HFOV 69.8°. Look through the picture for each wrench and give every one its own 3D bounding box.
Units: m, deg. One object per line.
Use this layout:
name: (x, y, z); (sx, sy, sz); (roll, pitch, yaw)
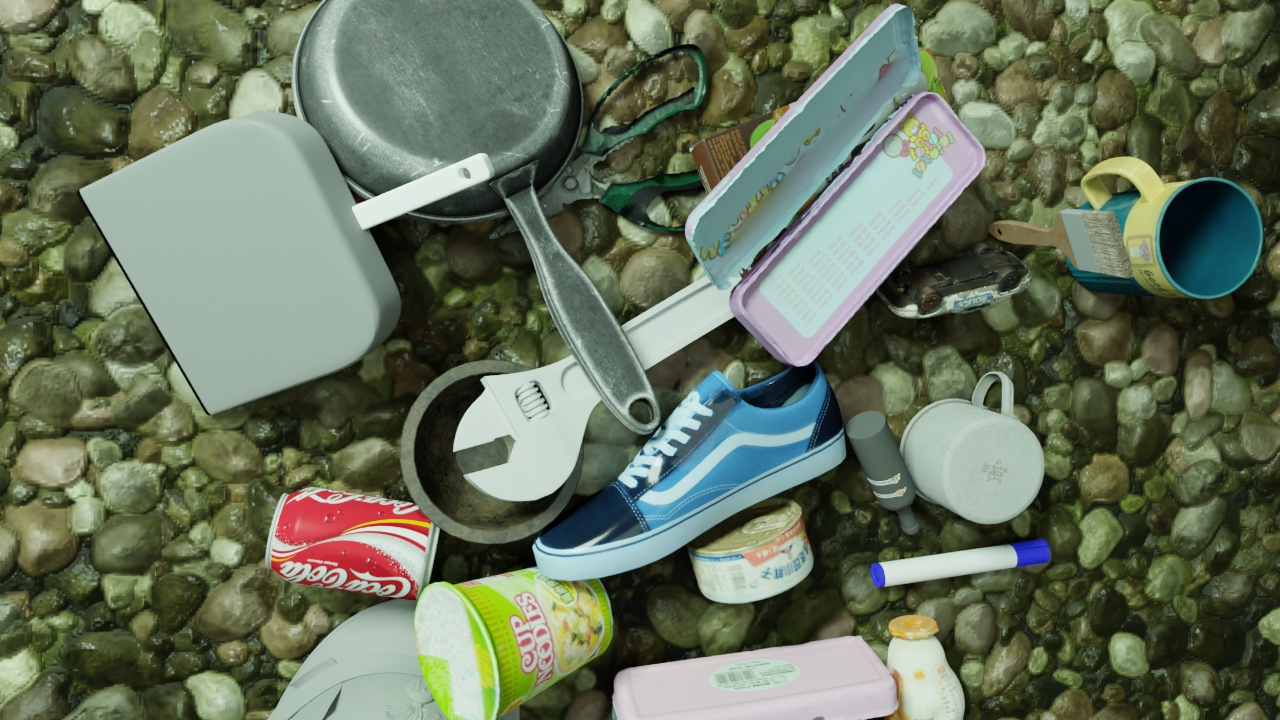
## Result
wrench: (-0.004, 0.004, 0.631); (0.272, 0.018, 0.086); (-30, 92, -20)

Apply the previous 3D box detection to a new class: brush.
brush: (0.284, -0.087, 0.639); (0.008, 0.143, 0.045); (-28, 107, -5)

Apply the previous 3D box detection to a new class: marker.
marker: (0.251, 0.158, 0.719); (0.141, 0.020, 0.020); (-6, 96, -9)

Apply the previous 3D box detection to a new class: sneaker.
sneaker: (0.028, 0.062, 0.636); (0.241, 0.083, 0.098); (-23, 111, -15)

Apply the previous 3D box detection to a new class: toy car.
toy car: (0.233, -0.054, 0.685); (0.112, 0.048, 0.041); (-14, 128, -7)

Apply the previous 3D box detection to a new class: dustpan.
dustpan: (-0.205, -0.074, 0.563); (0.258, 0.033, 0.163); (-16, 108, 22)

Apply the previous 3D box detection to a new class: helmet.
helmet: (-0.175, 0.304, 0.611); (0.183, 0.118, 0.271); (20, 90, -11)

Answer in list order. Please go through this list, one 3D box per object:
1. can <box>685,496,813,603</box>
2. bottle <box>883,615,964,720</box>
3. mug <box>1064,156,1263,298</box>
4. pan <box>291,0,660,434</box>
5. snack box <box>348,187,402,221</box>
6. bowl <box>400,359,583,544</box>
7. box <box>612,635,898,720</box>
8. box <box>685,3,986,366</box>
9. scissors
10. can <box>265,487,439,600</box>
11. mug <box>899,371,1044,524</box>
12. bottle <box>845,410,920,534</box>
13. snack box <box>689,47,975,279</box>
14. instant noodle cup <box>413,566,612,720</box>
can: (0.078, 0.134, 0.654); (0.086, 0.086, 0.043); (-19, 99, -8)
bottle: (0.214, 0.252, 0.701); (0.063, 0.063, 0.109); (-9, 94, -9)
mug: (0.369, -0.100, 0.671); (0.083, 0.107, 0.113); (-42, 100, -2)
pan: (-0.082, -0.108, 0.593); (0.187, 0.055, 0.357); (-32, 87, -21)
snack box: (-0.207, -0.110, 0.611); (0.141, 0.032, 0.051); (-17, 98, -8)
bowl: (-0.105, 0.063, 0.629); (0.121, 0.056, 0.121); (3, 81, -18)
box: (0.082, 0.272, 0.675); (0.201, 0.087, 0.103); (-5, 108, -10)
box: (0.131, -0.114, 0.612); (0.214, 0.049, 0.150); (-47, 123, -9)
scissors: (-0.026, -0.154, 0.645); (0.209, 0.015, 0.147); (-7, 99, -10)
can: (-0.191, 0.123, 0.619); (0.104, 0.064, 0.064); (11, 93, -10)
mug: (0.253, 0.062, 0.686); (0.084, 0.070, 0.113); (26, 92, -11)
bottle: (0.187, 0.089, 0.687); (0.030, 0.030, 0.113); (-33, 119, -5)
snack box: (0.139, -0.140, 0.656); (0.185, 0.032, 0.101); (-25, 99, -13)
instant noodle cup: (-0.080, 0.182, 0.616); (0.107, 0.099, 0.099); (-10, 98, -41)
